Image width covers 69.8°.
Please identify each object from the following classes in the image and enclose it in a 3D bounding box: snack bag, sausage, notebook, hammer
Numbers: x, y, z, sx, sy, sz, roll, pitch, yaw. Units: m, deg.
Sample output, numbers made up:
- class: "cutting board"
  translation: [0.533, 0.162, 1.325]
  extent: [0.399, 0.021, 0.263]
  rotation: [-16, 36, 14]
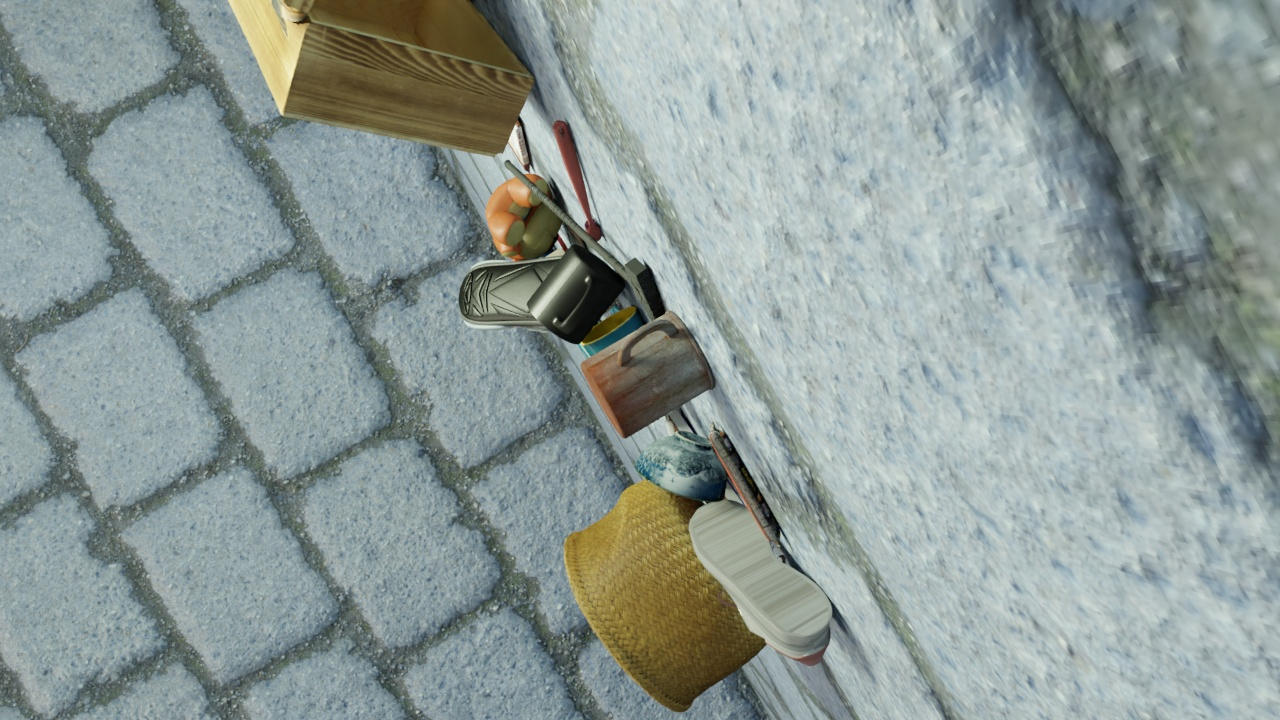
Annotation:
- class: "snack bag"
  translation: [-0.165, -0.296, 1.200]
  extent: [0.057, 0.013, 0.158]
  rotation: [56, 173, 9]
- class: "sausage"
  translation: [0.113, 0.135, 0.991]
  extent: [0.155, 0.020, 0.020]
  rotation: [60, 173, -1]
- class: "notebook"
  translation: [0.092, 0.166, 1.261]
  extent: [0.171, 0.022, 0.209]
  rotation: [55, 172, 23]
- class: "hammer"
  translation: [-0.072, -0.145, 1.016]
  extent: [0.325, 0.015, 0.095]
  rotation: [46, 168, 40]

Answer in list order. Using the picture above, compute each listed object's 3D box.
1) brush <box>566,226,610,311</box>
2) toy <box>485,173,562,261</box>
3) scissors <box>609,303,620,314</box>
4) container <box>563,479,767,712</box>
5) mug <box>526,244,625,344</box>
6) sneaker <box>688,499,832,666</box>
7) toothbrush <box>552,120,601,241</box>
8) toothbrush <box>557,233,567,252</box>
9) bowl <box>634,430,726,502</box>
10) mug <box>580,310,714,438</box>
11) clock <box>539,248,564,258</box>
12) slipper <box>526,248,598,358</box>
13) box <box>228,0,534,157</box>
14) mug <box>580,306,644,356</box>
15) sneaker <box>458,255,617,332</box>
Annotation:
- class: "brush"
  translation: [-0.069, -0.118, 1.244]
  extent: [0.050, 0.015, 0.136]
  rotation: [52, 169, 53]
- class: "toy"
  translation: [-0.154, -0.184, 1.220]
  extent: [0.096, 0.112, 0.176]
  rotation: [29, 177, -4]
- class: "scissors"
  translation: [-0.022, -0.047, 1.252]
  extent: [0.076, 0.015, 0.141]
  rotation: [52, 176, 36]
- class: "container"
  translation: [0.049, 0.319, 1.301]
  extent: [0.307, 0.196, 0.306]
  rotation: [53, -175, -7]
- class: "mug"
  translation: [-0.072, -0.070, 1.039]
  extent: [0.078, 0.088, 0.113]
  rotation: [35, -166, -19]
- class: "sneaker"
  translation: [0.131, 0.253, 1.031]
  extent: [0.236, 0.099, 0.090]
  rotation: [-132, 28, -53]
- class: "toothbrush"
  translation: [-0.065, -0.183, 0.954]
  extent: [0.016, 0.016, 0.190]
  rotation: [61, 175, 28]
- class: "toothbrush"
  translation: [-0.125, -0.178, 1.322]
  extent: [0.012, 0.018, 0.212]
  rotation: [59, 179, -40]
- class: "bowl"
  translation: [0.056, 0.120, 1.104]
  extent: [0.114, 0.061, 0.114]
  rotation: [19, -171, -3]
- class: "mug"
  translation: [0.003, 0.007, 0.891]
  extent: [0.096, 0.110, 0.123]
  rotation: [49, 169, 33]
- class: "clock"
  translation: [-0.113, -0.118, 1.379]
  extent: [0.103, 0.061, 0.157]
  rotation: [58, 166, -10]
- class: "slipper"
  translation: [-0.142, -0.100, 1.504]
  extent: [0.295, 0.060, 0.118]
  rotation: [56, -160, 9]
- class: "box"
  translation: [-0.245, -0.420, 0.849]
  extent: [0.279, 0.285, 0.337]
  rotation: [56, 131, 34]
- class: "mug"
  translation: [-0.007, 0.006, 1.099]
  extent: [0.121, 0.078, 0.078]
  rotation: [57, 174, -15]
- class: "sneaker"
  translation: [-0.107, -0.076, 1.221]
  extent: [0.160, 0.257, 0.093]
  rotation: [15, -102, -54]
